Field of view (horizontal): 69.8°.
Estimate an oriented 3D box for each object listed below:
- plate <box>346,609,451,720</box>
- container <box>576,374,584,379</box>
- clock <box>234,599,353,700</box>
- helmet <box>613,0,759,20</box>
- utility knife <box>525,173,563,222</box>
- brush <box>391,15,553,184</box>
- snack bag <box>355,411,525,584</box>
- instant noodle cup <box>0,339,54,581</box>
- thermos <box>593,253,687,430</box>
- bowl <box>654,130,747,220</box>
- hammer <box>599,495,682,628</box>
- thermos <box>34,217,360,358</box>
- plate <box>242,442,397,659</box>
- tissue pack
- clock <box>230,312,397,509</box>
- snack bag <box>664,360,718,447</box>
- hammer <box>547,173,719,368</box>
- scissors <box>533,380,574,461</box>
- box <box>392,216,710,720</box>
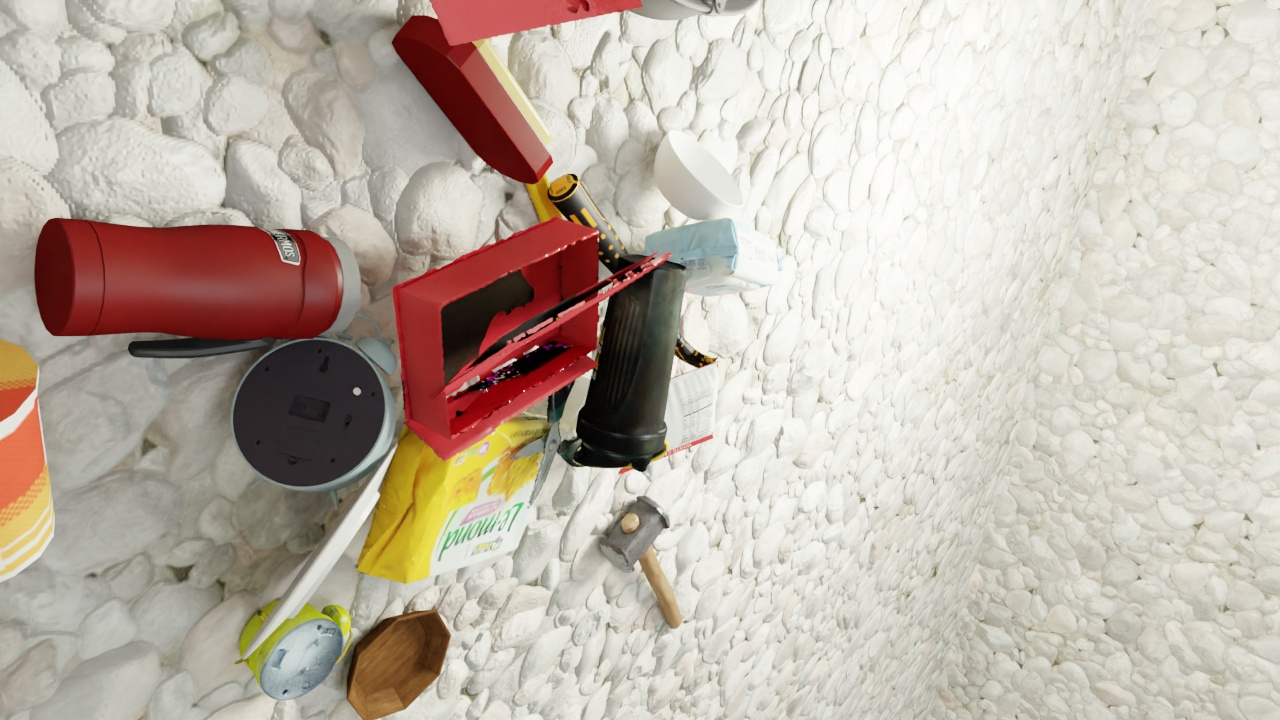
[{"bbox_3d":[-0.264,0.323,0.989,0.131,0.025,0.131,-29,131,-39],"label":"plate"},{"bbox_3d":[-0.048,0.065,1.087,0.129,0.049,0.080,34,83,-54],"label":"container"},{"bbox_3d":[-0.318,0.270,0.863,0.119,0.057,0.083,30,85,-54],"label":"clock"},{"bbox_3d":[-0.001,-0.378,0.831,0.270,0.118,0.183,-20,94,-50],"label":"helmet"},{"bbox_3d":[-0.110,-0.193,0.887,0.030,0.019,0.225,-55,141,-30],"label":"utility knife"},{"bbox_3d":[-0.134,-0.223,0.777,0.041,0.082,0.173,-55,143,-13],"label":"brush"},{"bbox_3d":[-0.175,0.124,0.914,0.160,0.068,0.247,-67,159,7],"label":"snack bag"},{"bbox_3d":[-0.426,0.068,0.561,0.123,0.123,0.121,-27,138,-41],"label":"instant noodle cup"},{"bbox_3d":[-0.006,0.006,0.944,0.098,0.098,0.221,-6,112,-50],"label":"thermos"},{"bbox_3d":[0.057,-0.198,1.027,0.051,0.114,0.114,-43,153,27],"label":"bowl"},{"bbox_3d":[0.022,0.312,1.333,0.097,0.052,0.329,-48,144,-22],"label":"hammer"},{"bbox_3d":[-0.313,-0.047,0.662,0.198,0.084,0.108,-3,131,-49],"label":"thermos"},{"bbox_3d":[-0.263,0.160,0.775,0.015,0.209,0.208,36,78,-11],"label":"plate"},{"bbox_3d":[0.089,-0.114,1.073,0.181,0.112,0.070,8,77,-63],"label":"tissue pack"},{"bbox_3d":[-0.259,0.034,0.746,0.045,0.122,0.159,96,8,-74],"label":"clock"},{"bbox_3d":[0.033,0.072,1.080,0.130,0.039,0.144,-19,140,-16],"label":"snack bag"},{"bbox_3d":[-0.006,-0.086,1.007,0.036,0.123,0.320,-52,138,-12],"label":"hammer"},{"bbox_3d":[-0.070,0.068,0.987,0.204,0.015,0.201,36,71,-62],"label":"scissors"},{"bbox_3d":[-0.058,0.118,0.846,0.213,0.172,0.478,-33,98,-46],"label":"box"}]
